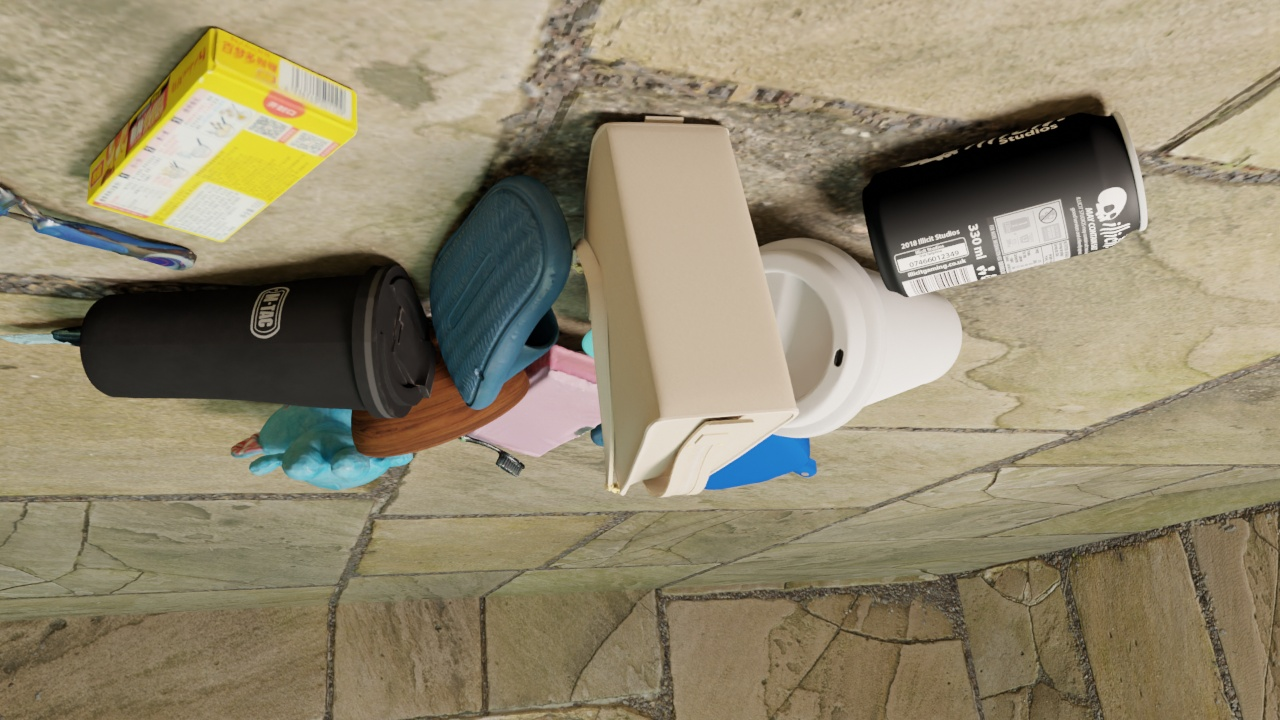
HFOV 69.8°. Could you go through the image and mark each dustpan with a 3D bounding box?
[{"bbox_3d":[0.144,0.124,1.164,0.246,0.059,0.257,-21,145,38],"label":"dustpan"}]

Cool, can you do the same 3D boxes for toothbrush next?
[{"bbox_3d":[-0.189,0.066,0.886,0.188,0.017,0.014,34,152,-27],"label":"toothbrush"}]

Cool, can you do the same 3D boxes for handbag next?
[{"bbox_3d":[0.004,-0.011,0.552,0.101,0.194,0.198,-3,157,-17],"label":"handbag"}]

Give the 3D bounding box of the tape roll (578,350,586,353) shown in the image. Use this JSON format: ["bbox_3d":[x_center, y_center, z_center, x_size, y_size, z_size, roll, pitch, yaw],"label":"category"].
[{"bbox_3d":[-0.053,0.015,0.871,0.094,0.019,0.094,-4,160,-2],"label":"tape roll"}]

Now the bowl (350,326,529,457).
[{"bbox_3d":[-0.169,0.013,0.735,0.147,0.069,0.147,-16,-163,5],"label":"bowl"}]

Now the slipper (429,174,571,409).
[{"bbox_3d":[-0.091,-0.045,0.604,0.059,0.103,0.214,-18,162,-34],"label":"slipper"}]

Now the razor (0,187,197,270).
[{"bbox_3d":[-0.332,-0.078,0.546,0.044,0.018,0.140,-19,156,31],"label":"razor"}]

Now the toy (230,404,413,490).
[{"bbox_3d":[-0.282,0.067,0.831,0.183,0.115,0.181,-2,-179,-12],"label":"toy"}]

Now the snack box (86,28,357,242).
[{"bbox_3d":[-0.220,-0.109,0.477,0.153,0.025,0.075,-21,155,38],"label":"snack box"}]

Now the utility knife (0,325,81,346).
[{"bbox_3d":[-0.375,-0.020,0.692,0.197,0.020,0.029,-3,159,-9],"label":"utility knife"}]

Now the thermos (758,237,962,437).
[{"bbox_3d":[0.153,-0.017,0.669,0.132,0.131,0.221,-22,168,38],"label":"thermos"}]

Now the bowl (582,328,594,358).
[{"bbox_3d":[0.015,-0.037,0.704,0.121,0.046,0.121,-5,160,-2],"label":"bowl"}]

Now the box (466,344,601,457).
[{"bbox_3d":[-0.088,0.039,0.848,0.098,0.041,0.233,20,155,-20],"label":"box"}]

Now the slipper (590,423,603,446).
[{"bbox_3d":[0.038,0.071,0.992,0.214,0.059,0.103,-20,158,38],"label":"slipper"}]

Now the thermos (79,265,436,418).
[{"bbox_3d":[-0.262,-0.012,0.639,0.218,0.105,0.106,-1,160,2],"label":"thermos"}]

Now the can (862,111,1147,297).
[{"bbox_3d":[0.215,-0.092,0.552,0.146,0.080,0.080,-14,158,22],"label":"can"}]
